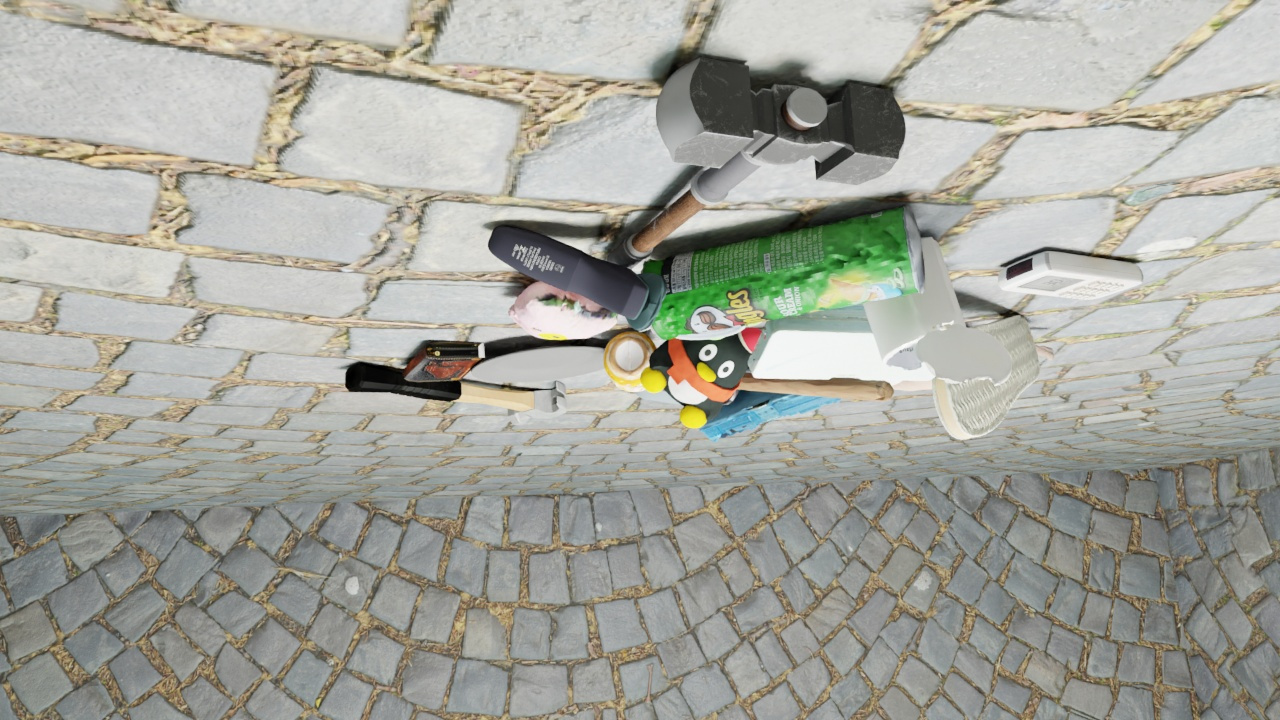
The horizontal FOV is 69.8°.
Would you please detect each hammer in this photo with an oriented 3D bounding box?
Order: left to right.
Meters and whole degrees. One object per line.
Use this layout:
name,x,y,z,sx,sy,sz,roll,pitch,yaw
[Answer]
hammer,-0.234,0.043,1.219,0.131,0.039,0.327,-16,161,40
hammer,0.032,-0.108,0.649,0.156,0.043,0.323,2,168,-22
hammer,0.146,0.025,1.026,0.098,0.052,0.329,16,172,-36

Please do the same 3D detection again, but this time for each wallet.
wallet,-0.232,0.002,1.081,0.072,0.019,0.123,-2,167,-26

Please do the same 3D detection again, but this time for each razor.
razor,-0.050,-0.069,0.717,0.143,0.047,0.052,21,-166,-13

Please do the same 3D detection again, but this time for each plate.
plate,-0.114,0.001,1.103,0.178,0.012,0.178,-7,168,-2

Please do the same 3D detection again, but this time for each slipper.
slipper,0.367,0.016,0.988,0.052,0.115,0.262,-14,-174,42

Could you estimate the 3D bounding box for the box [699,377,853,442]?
box,0.194,0.026,1.145,0.172,0.066,0.232,-25,179,-42

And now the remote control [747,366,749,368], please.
remote control,0.114,-0.009,1.132,0.034,0.013,0.150,-8,166,19

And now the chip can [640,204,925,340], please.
chip can,0.115,-0.069,0.747,0.224,0.075,0.075,-9,166,21

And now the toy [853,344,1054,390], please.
toy,0.371,0.014,1.191,0.196,0.065,0.265,2,169,-18

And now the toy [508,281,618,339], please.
toy,-0.083,-0.045,0.852,0.093,0.050,0.102,-8,164,42

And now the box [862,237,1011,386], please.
box,0.236,-0.033,0.758,0.084,0.159,0.119,-7,161,-15

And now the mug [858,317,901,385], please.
mug,0.254,-0.012,0.980,0.112,0.078,0.097,-26,168,-5

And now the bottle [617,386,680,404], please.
bottle,0.032,0.028,1.197,0.072,0.046,0.161,-15,162,42

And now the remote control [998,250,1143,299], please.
remote control,0.411,-0.080,0.876,0.138,0.025,0.060,3,165,-25

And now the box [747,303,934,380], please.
box,0.194,-0.043,0.862,0.198,0.096,0.086,1,140,-19

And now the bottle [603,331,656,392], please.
bottle,-0.006,0.006,1.059,0.063,0.063,0.108,-5,167,6

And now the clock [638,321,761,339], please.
clock,0.068,-0.049,0.889,0.119,0.042,0.095,6,165,-34

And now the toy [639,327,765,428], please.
toy,0.073,-0.003,0.982,0.119,0.097,0.099,-42,-170,33
